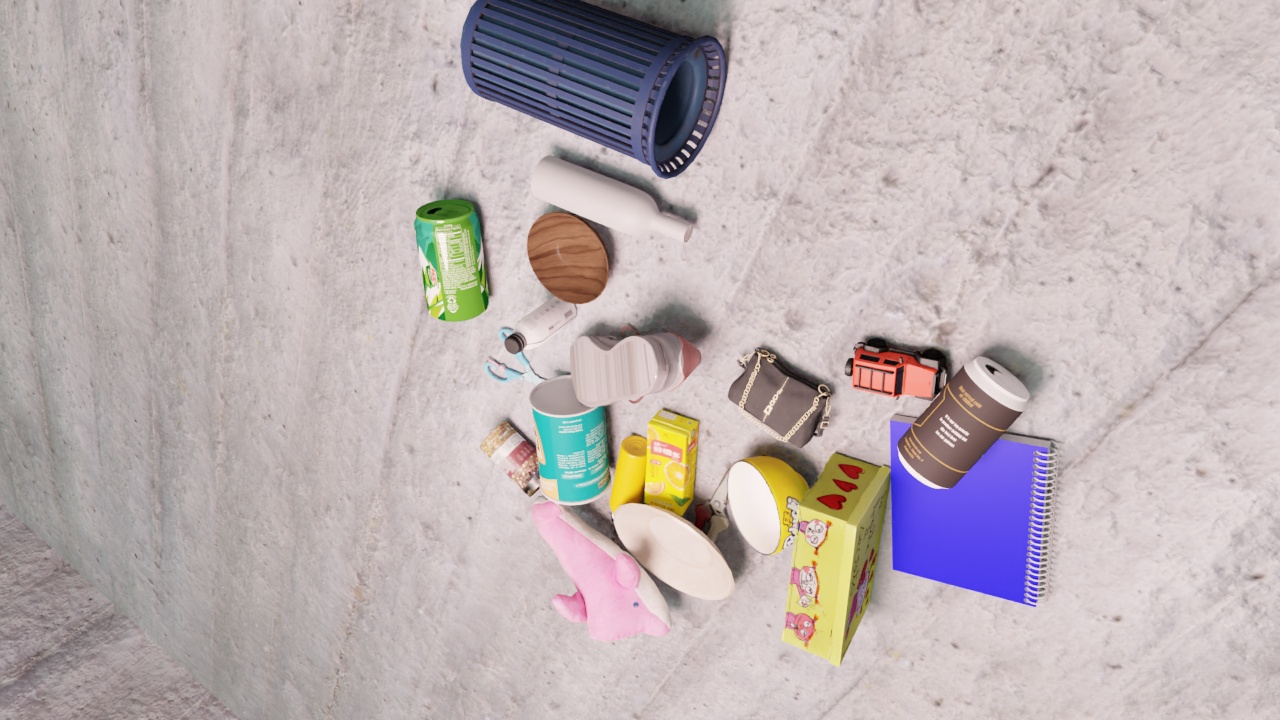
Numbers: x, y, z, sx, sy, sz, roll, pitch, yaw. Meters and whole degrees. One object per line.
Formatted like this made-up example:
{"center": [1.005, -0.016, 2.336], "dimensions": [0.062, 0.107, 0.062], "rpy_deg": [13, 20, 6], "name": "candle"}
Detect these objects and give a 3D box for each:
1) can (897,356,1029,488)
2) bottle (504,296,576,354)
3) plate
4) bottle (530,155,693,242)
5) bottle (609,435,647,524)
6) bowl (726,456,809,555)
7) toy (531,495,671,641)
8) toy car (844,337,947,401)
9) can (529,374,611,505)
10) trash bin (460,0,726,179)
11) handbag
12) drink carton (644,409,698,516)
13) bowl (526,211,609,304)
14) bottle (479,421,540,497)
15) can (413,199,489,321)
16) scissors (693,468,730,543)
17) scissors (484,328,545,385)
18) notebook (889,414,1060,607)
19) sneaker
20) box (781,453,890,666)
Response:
{"center": [0.321, 0.064, 0.921], "dimensions": [0.072, 0.071, 0.129], "rpy_deg": [38, 118, 10], "name": "can"}
{"center": [-0.128, -0.042, 1.151], "dimensions": [0.041, 0.115, 0.041], "rpy_deg": [17, 126, 26], "name": "bottle"}
{"center": [0.048, 0.250, 1.234], "dimensions": [0.189, 0.027, 0.189], "rpy_deg": [27, 145, 20], "name": "plate"}
{"center": [-0.030, -0.178, 1.043], "dimensions": [0.195, 0.052, 0.053], "rpy_deg": [25, 129, 20], "name": "bottle"}
{"center": [-0.016, 0.170, 1.255], "dimensions": [0.043, 0.043, 0.144], "rpy_deg": [26, 129, 19], "name": "bottle"}
{"center": [0.162, 0.168, 1.102], "dimensions": [0.117, 0.067, 0.117], "rpy_deg": [43, 140, 52], "name": "bowl"}
{"center": [-0.073, 0.306, 1.290], "dimensions": [0.265, 0.127, 0.187], "rpy_deg": [46, 158, 4], "name": "toy"}
{"center": [0.266, 0.013, 0.958], "dimensions": [0.100, 0.048, 0.051], "rpy_deg": [13, 124, 28], "name": "toy car"}
{"center": [-0.092, 0.106, 1.231], "dimensions": [0.099, 0.099, 0.144], "rpy_deg": [15, 125, 27], "name": "can"}
{"center": [-0.055, -0.294, 0.933], "dimensions": [0.250, 0.138, 0.139], "rpy_deg": [27, 129, 21], "name": "trash bin"}
{"center": [0.161, 0.040, 1.054], "dimensions": [0.128, 0.054, 0.079], "rpy_deg": [35, 121, 16], "name": "handbag"}
{"center": [0.041, 0.132, 1.195], "dimensions": [0.058, 0.042, 0.135], "rpy_deg": [17, 127, 22], "name": "drink carton"}
{"center": [-0.081, -0.129, 1.122], "dimensions": [0.119, 0.032, 0.119], "rpy_deg": [17, 126, 26], "name": "bowl"}
{"center": [-0.180, 0.144, 1.345], "dimensions": [0.105, 0.056, 0.056], "rpy_deg": [43, 133, 4], "name": "bottle"}
{"center": [-0.247, -0.130, 1.202], "dimensions": [0.083, 0.082, 0.144], "rpy_deg": [16, 125, 27], "name": "can"}
{"center": [0.090, 0.208, 1.225], "dimensions": [0.140, 0.015, 0.189], "rpy_deg": [3, 118, 35], "name": "scissors"}
{"center": [-0.163, 0.005, 1.280], "dimensions": [0.139, 0.015, 0.118], "rpy_deg": [15, 126, 20], "name": "scissors"}
{"center": [0.361, 0.166, 1.007], "dimensions": [0.172, 0.022, 0.209], "rpy_deg": [10, 122, 32], "name": "notebook"}
{"center": [-0.007, 0.007, 1.126], "dimensions": [0.237, 0.089, 0.099], "rpy_deg": [-1, 92, 60], "name": "sneaker"}
{"center": [0.229, 0.231, 1.072], "dimensions": [0.079, 0.124, 0.221], "rpy_deg": [18, 124, 25], "name": "box"}
